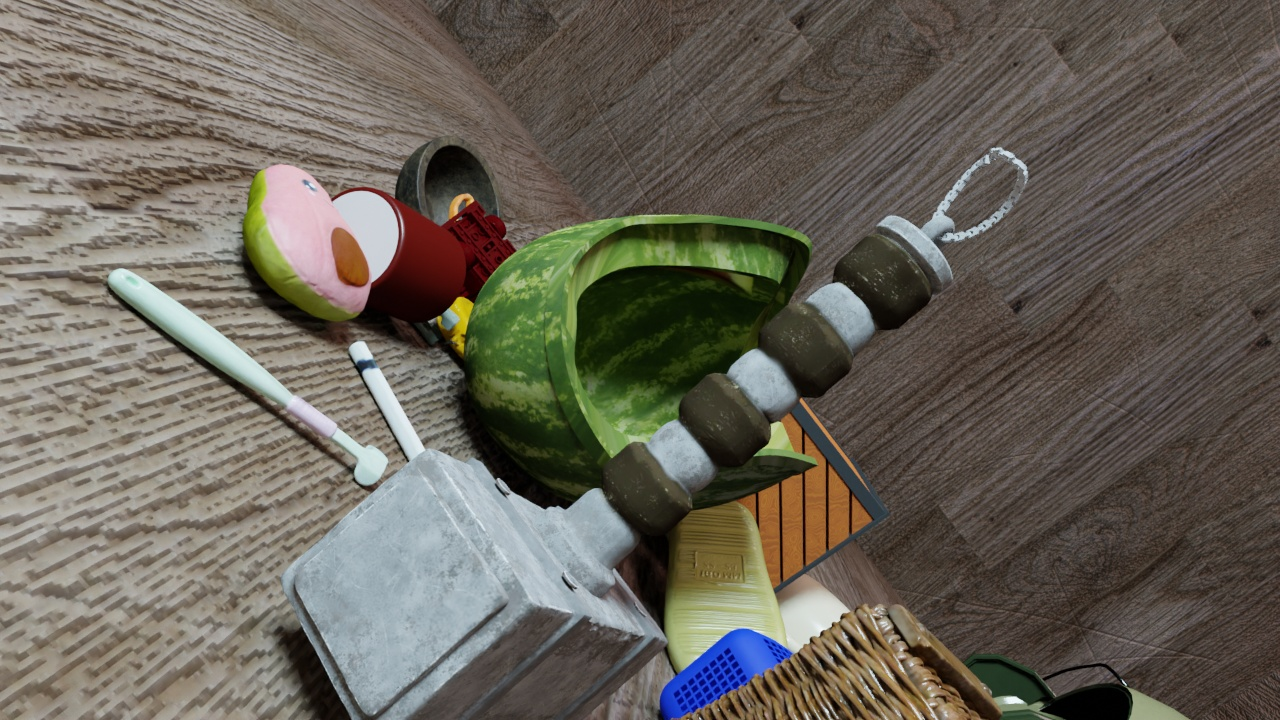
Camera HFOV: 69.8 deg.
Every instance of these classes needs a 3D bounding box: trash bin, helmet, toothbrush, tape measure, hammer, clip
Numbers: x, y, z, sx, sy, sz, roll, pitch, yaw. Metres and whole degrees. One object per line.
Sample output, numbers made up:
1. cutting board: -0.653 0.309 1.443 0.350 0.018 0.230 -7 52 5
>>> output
1. trash bin: 0.111 0.094 0.864 0.172 0.140 0.139 51 9 -11
2. helmet: -0.004 0.004 0.675 0.244 0.247 0.213 127 -35 -74
3. toothbrush: -0.180 0.010 0.433 0.155 0.015 0.022 46 41 -31
4. tape measure: -0.139 -0.021 0.741 0.059 0.030 0.068 55 6 22
5. hammer: 0.029 0.032 0.388 0.079 0.326 0.177 49 -1 27
6. helmet: 0.245 0.313 0.535 0.233 0.256 0.250 52 8 15
7. clip: -0.172 -0.049 0.693 0.076 0.044 0.023 49 7 -11
8. toothbrush: -0.124 0.062 0.530 0.186 0.012 0.017 55 -4 21

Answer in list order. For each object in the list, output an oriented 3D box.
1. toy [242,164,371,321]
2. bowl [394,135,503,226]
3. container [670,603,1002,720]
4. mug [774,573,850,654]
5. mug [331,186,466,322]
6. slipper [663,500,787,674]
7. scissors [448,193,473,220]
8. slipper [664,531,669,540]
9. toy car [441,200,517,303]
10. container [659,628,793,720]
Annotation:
1. toy: -0.202 -0.074 0.545 0.110 0.051 0.090 56 8 32
2. bowl: -0.186 -0.142 0.851 0.121 0.056 0.121 19 68 -59
3. container: 0.108 0.245 0.390 0.162 0.183 0.249 43 12 -37
4. mug: 0.144 0.254 0.880 0.100 0.096 0.120 44 8 31
5. mug: -0.185 -0.076 0.630 0.106 0.073 0.082 24 -2 20
6. slipper: 0.059 0.196 0.736 0.190 0.091 0.082 -93 -171 -49
7. scissors: -0.149 -0.088 0.834 0.131 0.011 0.125 11 74 -59
8. slipper: 0.036 0.153 0.881 0.263 0.052 0.115 44 14 -47
9. toy car: -0.116 -0.050 0.801 0.170 0.062 0.070 51 42 -13
10. container: 0.071 0.229 0.594 0.114 0.096 0.058 45 6 -39
